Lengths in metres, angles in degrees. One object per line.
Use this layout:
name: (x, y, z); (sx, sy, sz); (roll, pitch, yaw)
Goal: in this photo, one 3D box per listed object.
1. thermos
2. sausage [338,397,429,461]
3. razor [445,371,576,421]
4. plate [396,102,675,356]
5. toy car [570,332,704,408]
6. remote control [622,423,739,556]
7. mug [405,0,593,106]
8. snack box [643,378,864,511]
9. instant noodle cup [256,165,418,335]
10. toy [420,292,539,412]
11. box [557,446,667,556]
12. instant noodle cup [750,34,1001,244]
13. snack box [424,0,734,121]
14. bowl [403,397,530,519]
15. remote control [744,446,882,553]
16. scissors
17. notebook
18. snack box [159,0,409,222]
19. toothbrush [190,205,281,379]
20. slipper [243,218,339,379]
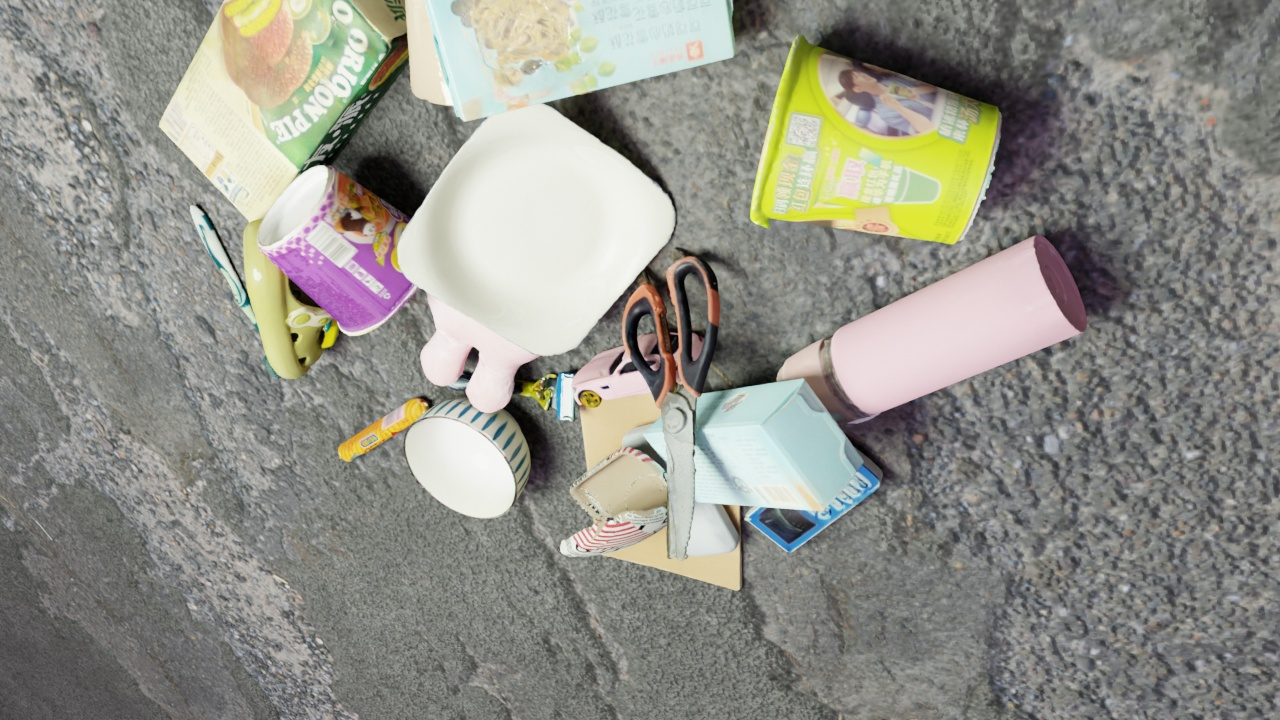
thermos: (0.190, -0.005, 0.613); (0.087, 0.067, 0.199); (29, 137, -33)
sausage: (-0.260, 0.071, 0.920); (0.166, 0.021, 0.021); (-28, 106, 38)
razor: (-0.115, 0.025, 0.814); (0.143, 0.022, 0.043); (6, 97, 28)
plate: (-0.075, -0.095, 0.663); (0.163, 0.034, 0.164); (32, 110, -30)
toy car: (-0.004, 0.004, 0.721); (0.123, 0.056, 0.037); (-12, 119, 33)
remote control: (0.035, 0.111, 0.784); (0.056, 0.020, 0.136); (-15, 114, 35)
mug: (-0.093, -0.229, 0.601); (0.124, 0.084, 0.104); (1, 123, -2)
snack box: (0.076, 0.063, 0.667); (0.074, 0.051, 0.175); (53, 155, -12)
instant noodle cup: (-0.234, -0.092, 0.720); (0.112, 0.111, 0.099); (-16, 138, 34)
toy: (-0.130, -0.032, 0.759); (0.121, 0.054, 0.160); (31, 123, 4)
box: (-0.022, 0.117, 0.779); (0.076, 0.087, 0.163); (-1, 159, -22)
instant noodle cup: (0.138, -0.120, 0.536); (0.123, 0.111, 0.112); (16, 127, 9)
snack box: (-0.035, -0.203, 0.549); (0.175, 0.051, 0.074); (-14, 118, -1)
bowl: (-0.150, 0.081, 0.841); (0.116, 0.066, 0.117); (13, 127, 18)
remote control: (0.138, 0.110, 0.739); (0.049, 0.024, 0.125); (40, 129, -2)
scissors: (0.015, 0.031, 0.657); (0.185, 0.015, 0.209); (35, 100, 39)
notebook: (0.018, 0.111, 0.813); (0.148, 0.008, 0.208); (10, 125, 21)
snack box: (-0.272, -0.216, 0.705); (0.114, 0.063, 0.241); (48, 129, -9)
toothbrush: (-0.396, -0.063, 0.903); (0.016, 0.018, 0.192); (-3, 120, 29)
slipper: (-0.296, -0.051, 0.805); (0.081, 0.091, 0.191); (-6, 153, -13)
